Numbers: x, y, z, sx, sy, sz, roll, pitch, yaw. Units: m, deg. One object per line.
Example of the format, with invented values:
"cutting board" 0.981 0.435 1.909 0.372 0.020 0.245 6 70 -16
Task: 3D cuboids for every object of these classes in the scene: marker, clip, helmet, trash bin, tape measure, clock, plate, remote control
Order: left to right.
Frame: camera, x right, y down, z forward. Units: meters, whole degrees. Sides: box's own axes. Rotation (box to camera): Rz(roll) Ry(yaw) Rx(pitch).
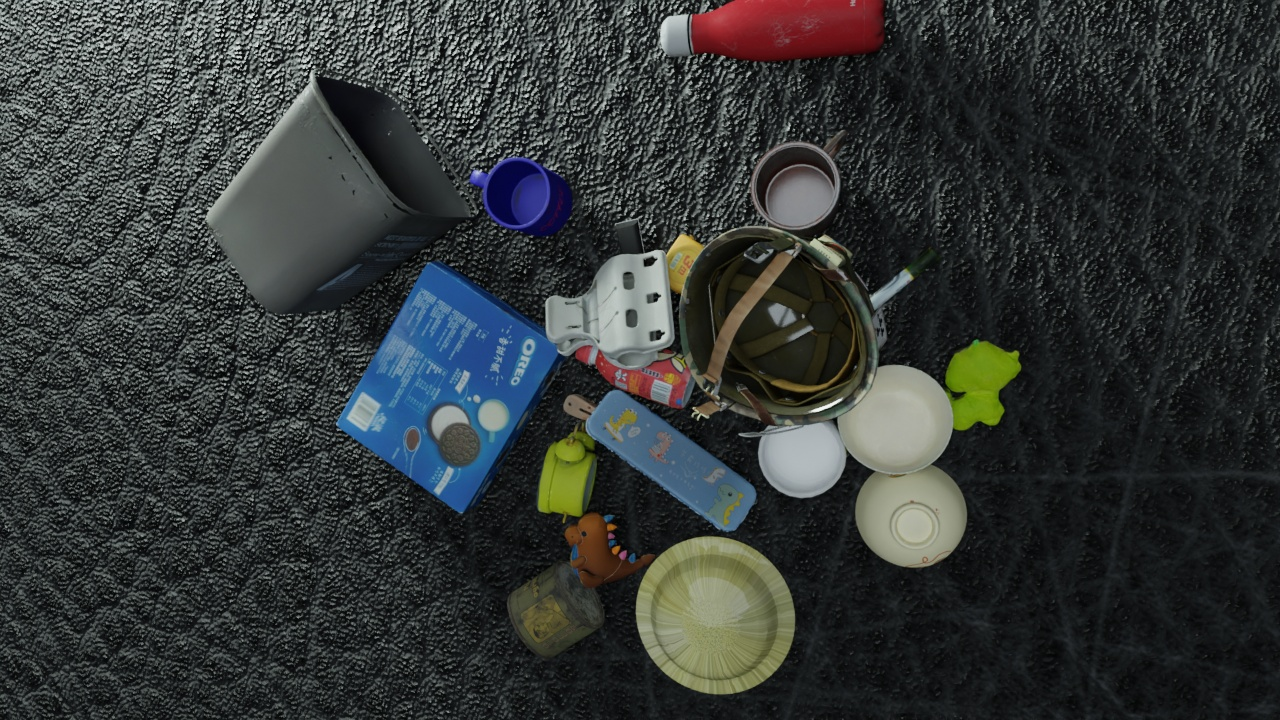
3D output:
"trash bin" -0.352 -0.179 1.060 0.220 0.197 0.197 -36 85 18
"clock" -0.083 0.125 1.057 0.057 0.083 0.119 11 98 7
"clip" -0.063 0.060 1.076 0.061 0.049 0.026 24 98 -17
"clip" -0.030 -0.046 1.019 0.151 0.089 0.125 -18 56 22
"remote control" -0.006 -0.101 1.066 0.028 0.011 0.124 -11 90 13
"tape measure" 0.056 -0.105 1.042 0.059 0.030 0.068 33 101 10
"plate" 0.082 0.296 1.046 0.184 0.036 0.184 1 93 12
"helmet" 0.135 -0.034 0.914 0.224 0.235 0.193 43 120 39
"marker" 0.264 -0.070 1.002 0.146 0.017 0.017 -40 83 11

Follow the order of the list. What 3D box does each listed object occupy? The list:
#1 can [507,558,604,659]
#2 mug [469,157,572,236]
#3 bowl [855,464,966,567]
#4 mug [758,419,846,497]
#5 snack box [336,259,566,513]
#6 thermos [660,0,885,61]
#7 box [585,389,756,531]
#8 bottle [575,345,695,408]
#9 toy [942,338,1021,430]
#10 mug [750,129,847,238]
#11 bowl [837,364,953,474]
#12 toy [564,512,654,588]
"can" -0.098 0.288 1.062 0.075 0.089 0.090 -36 84 12
"mug" -0.143 -0.192 1.058 0.111 0.083 0.079 23 97 11
"bowl" 0.289 0.170 0.975 0.118 0.074 0.118 0 92 13
"mug" 0.174 0.090 1.002 0.094 0.068 0.115 -14 89 13
"snack box" -0.224 0.030 1.100 0.195 0.056 0.239 33 98 10
"thermos" 0.140 -0.361 0.992 0.240 0.073 0.073 -1 92 14
"box" 0.035 0.112 1.032 0.210 0.052 0.067 36 97 1
"bottle" -0.006 0.006 1.045 0.137 0.062 0.062 20 96 11
"toy" 0.359 0.025 0.975 0.094 0.036 0.093 -15 94 20
"mug" 0.177 -0.190 0.973 0.096 0.110 0.123 42 100 3
"bowl" 0.269 0.068 0.973 0.115 0.062 0.115 -4 75 14
"toy" -0.035 0.213 1.057 0.103 0.070 0.090 -5 118 -8
